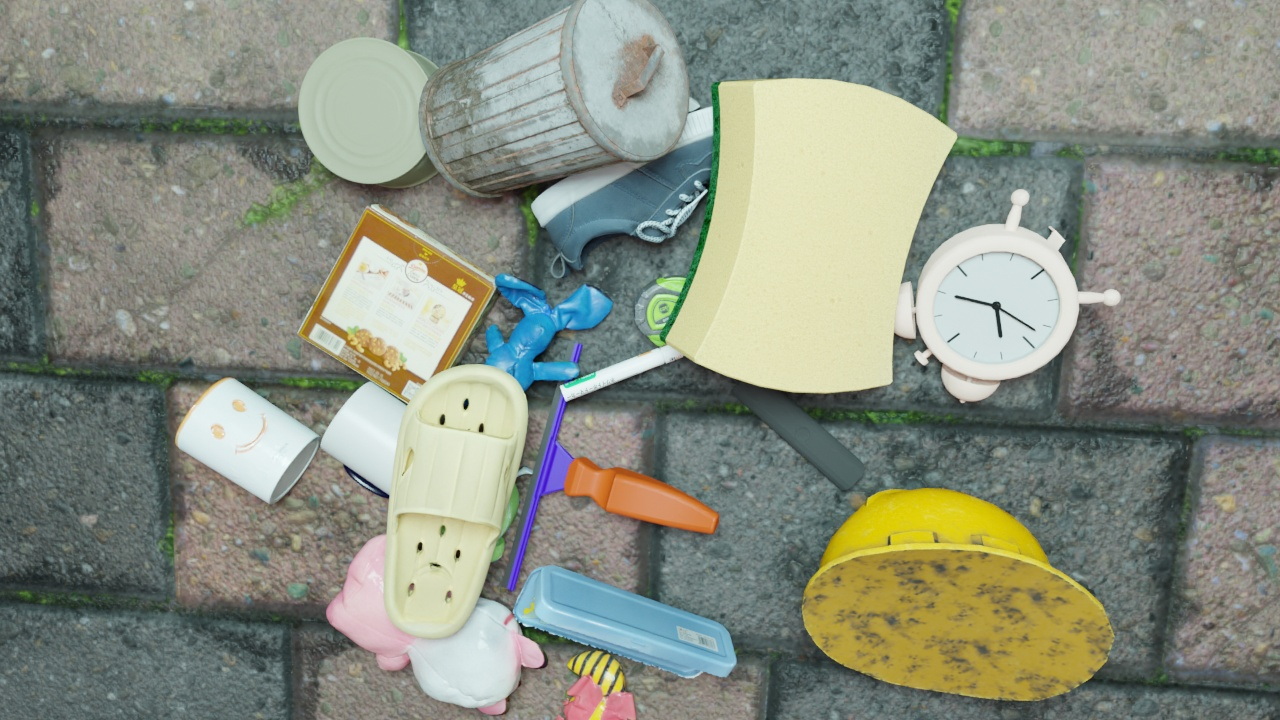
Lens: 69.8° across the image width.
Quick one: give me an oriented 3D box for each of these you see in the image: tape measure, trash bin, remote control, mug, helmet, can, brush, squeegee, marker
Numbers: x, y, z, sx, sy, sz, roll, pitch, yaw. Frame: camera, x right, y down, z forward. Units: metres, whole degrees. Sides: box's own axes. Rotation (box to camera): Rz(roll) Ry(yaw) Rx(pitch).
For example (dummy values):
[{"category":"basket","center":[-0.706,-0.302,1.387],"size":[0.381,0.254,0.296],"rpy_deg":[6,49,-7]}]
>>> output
[{"category":"tape measure","center":[0.025,-0.049,0.857],"size":[0.066,0.035,0.059],"rpy_deg":[-22,106,5]},{"category":"trash bin","center":[-0.068,-0.209,0.741],"size":[0.212,0.130,0.131],"rpy_deg":[-4,101,43]},{"category":"remote control","center":[0.150,0.066,0.873],"size":[0.147,0.015,0.033],"rpy_deg":[41,101,-3]},{"category":"mug","center":[-0.249,0.090,0.890],"size":[0.097,0.078,0.112],"rpy_deg":[35,129,-1]},{"category":"helmet","center":[0.273,0.190,0.824],"size":[0.255,0.131,0.206],"rpy_deg":[18,132,-4]},{"category":"can","center":[-0.234,-0.222,0.830],"size":[0.128,0.073,0.128],"rpy_deg":[1,100,5]},{"category":"brush","center":[0.139,-0.103,0.772],"size":[0.194,0.075,0.250],"rpy_deg":[6,103,-23]},{"category":"squeegee","center":[-0.014,0.127,0.878],"size":[0.185,0.055,0.249],"rpy_deg":[17,93,18]},{"category":"marker","center":[-0.005,0.005,0.865],"size":[0.145,0.017,0.017],"rpy_deg":[-21,97,-2]},{"category":"mug","center":[-0.379,0.078,0.891],"size":[0.105,0.082,0.082],"rpy_deg":[34,101,-2]}]

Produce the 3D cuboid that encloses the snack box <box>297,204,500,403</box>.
[{"category":"snack box","center":[-0.227,-0.050,0.875],"size":[0.143,0.041,0.147],"rpy_deg":[32,101,-1]}]

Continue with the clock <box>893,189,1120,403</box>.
[{"category":"clock","center":[0.311,-0.053,0.816],"size":[0.131,0.086,0.161],"rpy_deg":[46,110,-3]}]

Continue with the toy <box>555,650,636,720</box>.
[{"category":"toy","center":[-0.044,0.347,0.927],"size":[0.084,0.046,0.103],"rpy_deg":[1,95,19]}]

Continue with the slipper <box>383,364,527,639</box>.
[{"category":"slipper","center":[-0.174,0.132,0.809],"size":[0.111,0.079,0.261],"rpy_deg":[13,98,-4]}]

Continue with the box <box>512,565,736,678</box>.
[{"category":"box","center":[-0.017,0.264,0.875],"size":[0.210,0.072,0.079],"rpy_deg":[24,115,-17]}]

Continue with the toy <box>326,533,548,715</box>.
[{"category":"toy","center":[-0.202,0.270,0.904],"size":[0.213,0.084,0.142],"rpy_deg":[33,114,-3]}]

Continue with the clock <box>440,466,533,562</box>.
[{"category":"clock","center":[-0.166,0.147,0.903],"size":[0.094,0.042,0.119],"rpy_deg":[28,101,1]}]

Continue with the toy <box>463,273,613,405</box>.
[{"category":"toy","center":[-0.117,-0.013,0.854],"size":[0.112,0.071,0.176],"rpy_deg":[35,104,-22]}]

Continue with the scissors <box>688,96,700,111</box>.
[{"category":"scissors","center":[-0.024,-0.247,0.835],"size":[0.131,0.019,0.149],"rpy_deg":[-31,95,10]}]

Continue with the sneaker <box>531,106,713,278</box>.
[{"category":"sneaker","center":[0.014,-0.151,0.814],"size":[0.236,0.089,0.087],"rpy_deg":[-25,93,14]}]
